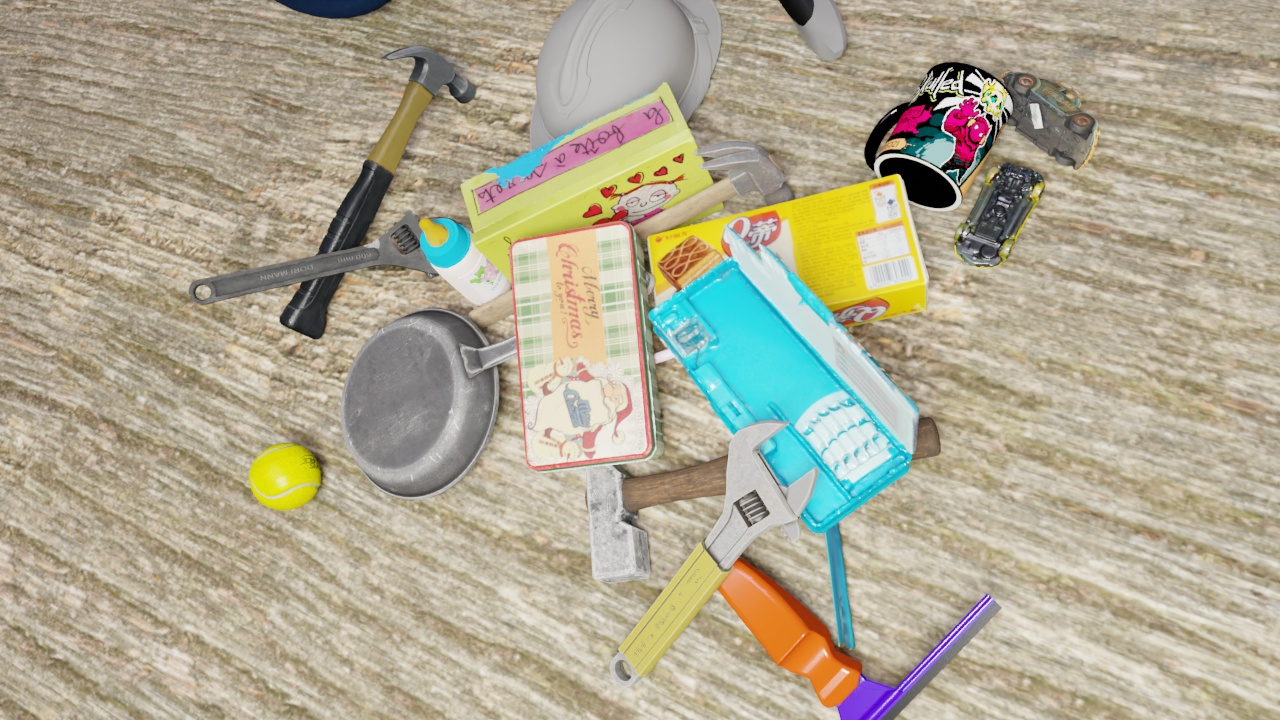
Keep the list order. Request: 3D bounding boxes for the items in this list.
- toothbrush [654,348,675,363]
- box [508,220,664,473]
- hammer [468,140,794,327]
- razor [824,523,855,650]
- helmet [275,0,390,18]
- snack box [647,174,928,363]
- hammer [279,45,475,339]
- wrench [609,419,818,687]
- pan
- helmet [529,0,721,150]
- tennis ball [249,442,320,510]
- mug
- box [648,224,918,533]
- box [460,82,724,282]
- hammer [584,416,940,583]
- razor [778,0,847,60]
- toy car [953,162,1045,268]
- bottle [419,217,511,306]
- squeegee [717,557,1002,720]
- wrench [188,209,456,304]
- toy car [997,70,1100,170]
[{"bbox_3d":[-0.005,0.005,0.804,0.155,0.015,0.022,-18,101,17],"label":"toothbrush"},{"bbox_3d":[-0.048,-0.010,0.781,0.118,0.049,0.205,-7,79,12],"label":"box"},{"bbox_3d":[-0.021,-0.110,0.866,0.332,0.119,0.030,-24,63,18],"label":"hammer"},{"bbox_3d":[0.157,0.159,0.741,0.042,0.022,0.143,-12,71,22],"label":"razor"},{"bbox_3d":[-0.371,-0.526,1.048,0.233,0.222,0.272,-41,93,15],"label":"helmet"},{"bbox_3d":[0.128,-0.080,0.816,0.230,0.061,0.110,-12,68,13],"label":"snack box"},{"bbox_3d":[-0.288,-0.180,0.970,0.025,0.118,0.333,23,84,32],"label":"hammer"},{"bbox_3d":[0.046,0.159,0.707,0.083,0.018,0.274,46,118,24],"label":"wrench"},{"bbox_3d":[-0.146,0.002,0.855,0.358,0.055,0.187,-29,67,21],"label":"pan"},{"bbox_3d":[-0.030,-0.314,0.923,0.183,0.118,0.270,23,77,24],"label":"helmet"},{"bbox_3d":[-0.346,0.113,0.893,0.065,0.065,0.065,-6,68,15],"label":"tennis ball"},{"bbox_3d":[0.255,-0.199,0.818,0.118,0.082,0.098,20,76,51],"label":"mug"},{"bbox_3d":[0.098,0.002,0.686,0.098,0.121,0.226,-34,63,-6],"label":"box"},{"bbox_3d":[-0.046,-0.154,0.868,0.221,0.124,0.080,-25,62,6],"label":"box"},{"bbox_3d":[0.089,0.056,0.772,0.301,0.037,0.217,-14,66,20],"label":"hammer"},{"bbox_3d":[0.161,-0.364,0.919,0.156,0.060,0.057,56,136,11],"label":"razor"},{"bbox_3d":[0.309,-0.124,0.792,0.049,0.030,0.106,28,78,23],"label":"toy car"},{"bbox_3d":[-0.171,-0.098,0.871,0.051,0.146,0.051,-6,68,15],"label":"bottle"},{"bbox_3d":[0.116,0.211,0.707,0.185,0.055,0.250,42,100,15],"label":"squeegee"},{"bbox_3d":[-0.313,-0.097,0.930,0.273,0.018,0.073,-15,93,-12],"label":"wrench"},{"bbox_3d":[0.361,-0.216,0.801,0.047,0.047,0.112,-28,58,-15],"label":"toy car"}]
